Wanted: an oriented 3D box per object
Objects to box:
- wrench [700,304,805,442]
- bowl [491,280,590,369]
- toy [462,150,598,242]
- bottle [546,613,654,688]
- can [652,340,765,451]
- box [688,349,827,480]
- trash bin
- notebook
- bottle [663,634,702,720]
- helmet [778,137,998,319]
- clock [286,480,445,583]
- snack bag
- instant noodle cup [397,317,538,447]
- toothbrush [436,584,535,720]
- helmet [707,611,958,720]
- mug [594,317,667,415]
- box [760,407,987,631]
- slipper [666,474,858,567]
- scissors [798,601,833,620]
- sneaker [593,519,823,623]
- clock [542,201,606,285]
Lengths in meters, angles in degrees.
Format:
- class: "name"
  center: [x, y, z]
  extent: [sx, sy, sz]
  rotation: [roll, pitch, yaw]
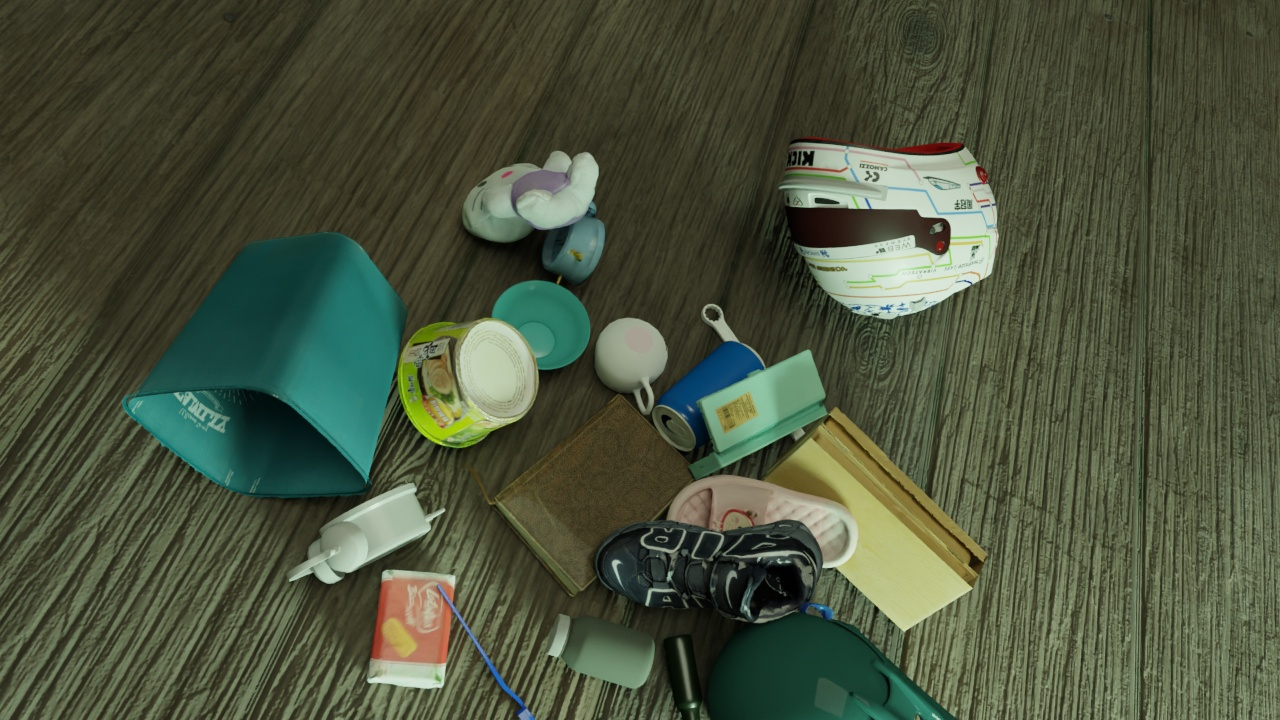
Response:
- class: "wrench"
  center: [0.164, 0.036, 1.214]
  extent: [0.047, 0.009, 0.273]
  rotation: [-28, 76, -27]
- class: "bowl"
  center: [-0.126, -0.035, 1.135]
  extent: [0.121, 0.046, 0.121]
  rotation: [7, 63, -14]
- class: "toy"
  center: [-0.135, -0.202, 1.144]
  extent: [0.137, 0.210, 0.085]
  rotation: [-42, 116, -23]
- class: "bottle"
  center: [-0.043, 0.310, 0.987]
  extent: [0.108, 0.060, 0.060]
  rotation: [20, 61, -7]
- class: "can"
  center: [0.088, 0.043, 1.147]
  extent: [0.079, 0.079, 0.145]
  rotation: [46, 61, 8]
- class: "box"
  center: [0.137, 0.066, 1.114]
  extent: [0.186, 0.078, 0.113]
  rotation: [-24, 103, -33]
- class: "trash bin"
  center: [-0.361, 0.001, 0.950]
  extent: [0.199, 0.197, 0.218]
  rotation: [-4, 52, 19]
- class: "notebook"
  center: [-0.065, 0.139, 1.077]
  extent: [0.190, 0.035, 0.214]
  rotation: [46, 60, 7]
- class: "bottle"
  center: [0.051, 0.366, 1.006]
  extent: [0.033, 0.033, 0.122]
  rotation: [-3, 67, -19]
- class: "helmet"
  center: [0.332, -0.176, 1.242]
  extent: [0.313, 0.231, 0.236]
  rotation: [-5, 102, -26]
- class: "clock"
  center: [-0.289, 0.179, 0.943]
  extent: [0.158, 0.120, 0.061]
  rotation: [-24, 83, -37]
- class: "snack bag"
  center: [-0.238, 0.278, 0.955]
  extent: [0.077, 0.036, 0.115]
  rotation: [8, 63, -14]
- class: "instant noodle cup"
  center: [-0.187, 0.020, 1.028]
  extent: [0.146, 0.098, 0.146]
  rotation: [19, 64, -46]
- class: "toothbrush"
  center: [-0.161, 0.312, 0.956]
  extent: [0.011, 0.017, 0.186]
  rotation: [-35, 92, -21]
- class: "helmet"
  center: [0.205, 0.377, 0.951]
  extent: [0.275, 0.201, 0.176]
  rotation: [35, 60, 1]
- class: "mug"
  center: [-0.007, 0.007, 1.134]
  extent: [0.090, 0.076, 0.123]
  rotation: [-10, 67, -22]
- class: "box"
  center: [0.272, 0.192, 1.099]
  extent: [0.249, 0.128, 0.091]
  rotation: [44, 50, 5]
- class: "slipper"
  center: [0.140, 0.192, 1.064]
  extent: [0.222, 0.055, 0.107]
  rotation: [5, 95, 6]
- class: "scissors"
  center: [0.179, 0.278, 1.100]
  extent: [0.127, 0.014, 0.127]
  rotation: [-30, 77, -26]
- class: "sneaker"
  center: [0.075, 0.230, 0.963]
  extent: [0.252, 0.151, 0.097]
  rotation: [-2, 93, 0]
- class: "clock"
  center: [-0.087, -0.157, 1.180]
  extent: [0.051, 0.089, 0.124]
  rotation: [20, 50, -27]
